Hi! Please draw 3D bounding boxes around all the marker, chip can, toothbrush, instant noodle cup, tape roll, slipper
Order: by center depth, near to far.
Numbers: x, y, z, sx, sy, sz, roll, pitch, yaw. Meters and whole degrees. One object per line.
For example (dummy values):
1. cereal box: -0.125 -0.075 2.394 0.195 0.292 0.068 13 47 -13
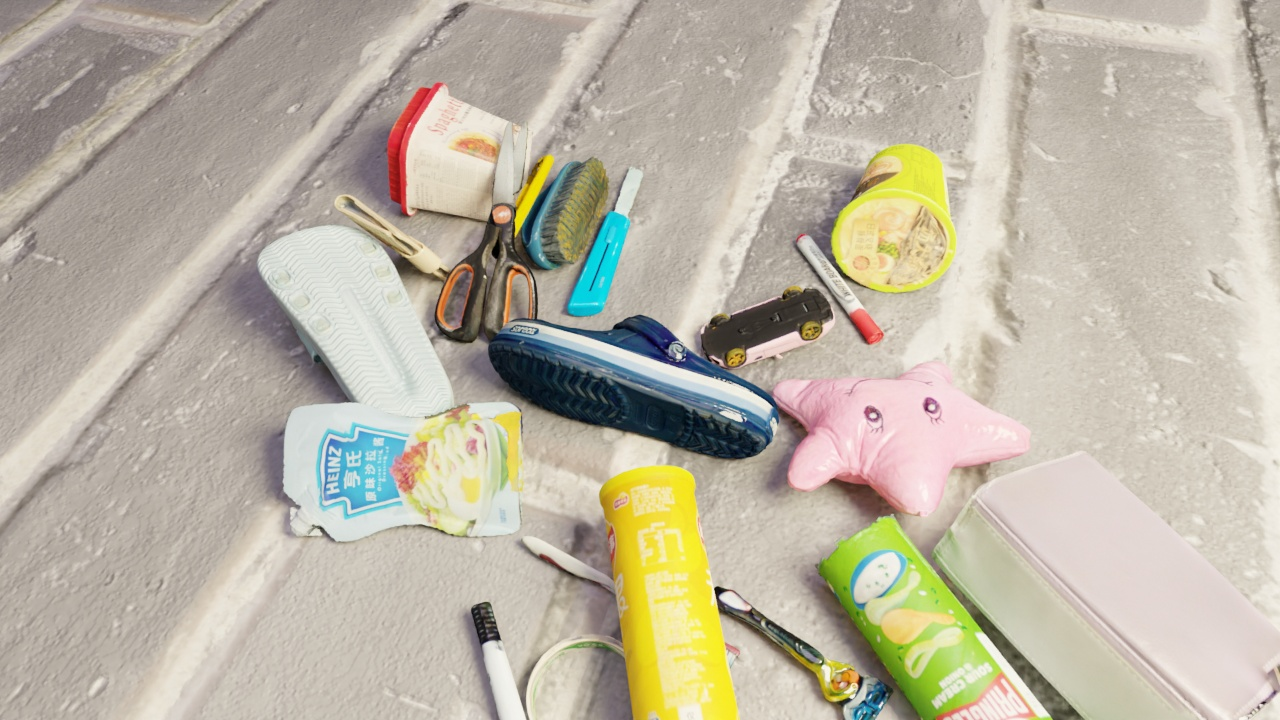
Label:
1. chip can: 0.210 0.213 0.603 0.072 0.072 0.236 -22 52 -15
2. chip can: 0.021 0.180 0.620 0.072 0.072 0.213 -8 58 -5
3. tape roll: -0.036 0.232 0.633 0.086 0.014 0.085 -1 50 1
4. marker: -0.094 0.228 0.636 0.018 0.023 0.130 -24 55 -3
5. toothbrush: -0.013 0.176 0.679 0.188 0.016 0.017 24 65 20
6. slipper: -0.005 0.004 0.761 0.253 0.105 0.095 17 60 13
7. slipper: -0.248 -0.024 0.821 0.103 0.074 0.245 -30 71 -22
8. marker: 0.188 -0.071 0.875 0.017 0.017 0.145 -18 52 -12
9. instant noodle cup: 0.249 -0.146 0.885 0.112 0.112 0.123 12 43 12
10. instant noodle cup: -0.183 -0.205 0.949 0.124 0.117 0.116 18 52 0

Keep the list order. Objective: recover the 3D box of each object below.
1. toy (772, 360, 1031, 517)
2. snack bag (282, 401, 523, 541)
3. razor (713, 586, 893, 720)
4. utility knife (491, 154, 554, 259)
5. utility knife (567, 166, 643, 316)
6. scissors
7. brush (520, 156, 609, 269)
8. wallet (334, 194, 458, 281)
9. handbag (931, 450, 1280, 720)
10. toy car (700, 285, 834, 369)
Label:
1. toy: 0.207 0.061 0.722 0.194 0.075 0.178 -6 36 1
2. snack bag: -0.189 0.087 0.732 0.191 0.039 0.110 -1 84 -1
3. razor: 0.108 0.202 0.648 0.143 0.022 0.042 32 56 26
4. utility knife: -0.120 -0.161 0.932 0.033 0.015 0.156 -24 35 41
5. utility knife: -0.029 -0.127 0.931 0.034 0.018 0.224 8 50 10
6. scissors: -0.148 -0.125 0.871 0.152 0.022 0.234 -17 75 2
7. brush: -0.082 -0.147 0.928 0.074 0.055 0.143 -6 46 28
8. wallet: -0.226 -0.110 0.866 0.087 0.115 0.024 29 83 24
9. handbag: 0.320 0.164 0.622 0.144 0.099 0.197 -14 48 -31
10. toy car: 0.115 -0.027 0.831 0.122 0.037 0.056 -20 48 2
